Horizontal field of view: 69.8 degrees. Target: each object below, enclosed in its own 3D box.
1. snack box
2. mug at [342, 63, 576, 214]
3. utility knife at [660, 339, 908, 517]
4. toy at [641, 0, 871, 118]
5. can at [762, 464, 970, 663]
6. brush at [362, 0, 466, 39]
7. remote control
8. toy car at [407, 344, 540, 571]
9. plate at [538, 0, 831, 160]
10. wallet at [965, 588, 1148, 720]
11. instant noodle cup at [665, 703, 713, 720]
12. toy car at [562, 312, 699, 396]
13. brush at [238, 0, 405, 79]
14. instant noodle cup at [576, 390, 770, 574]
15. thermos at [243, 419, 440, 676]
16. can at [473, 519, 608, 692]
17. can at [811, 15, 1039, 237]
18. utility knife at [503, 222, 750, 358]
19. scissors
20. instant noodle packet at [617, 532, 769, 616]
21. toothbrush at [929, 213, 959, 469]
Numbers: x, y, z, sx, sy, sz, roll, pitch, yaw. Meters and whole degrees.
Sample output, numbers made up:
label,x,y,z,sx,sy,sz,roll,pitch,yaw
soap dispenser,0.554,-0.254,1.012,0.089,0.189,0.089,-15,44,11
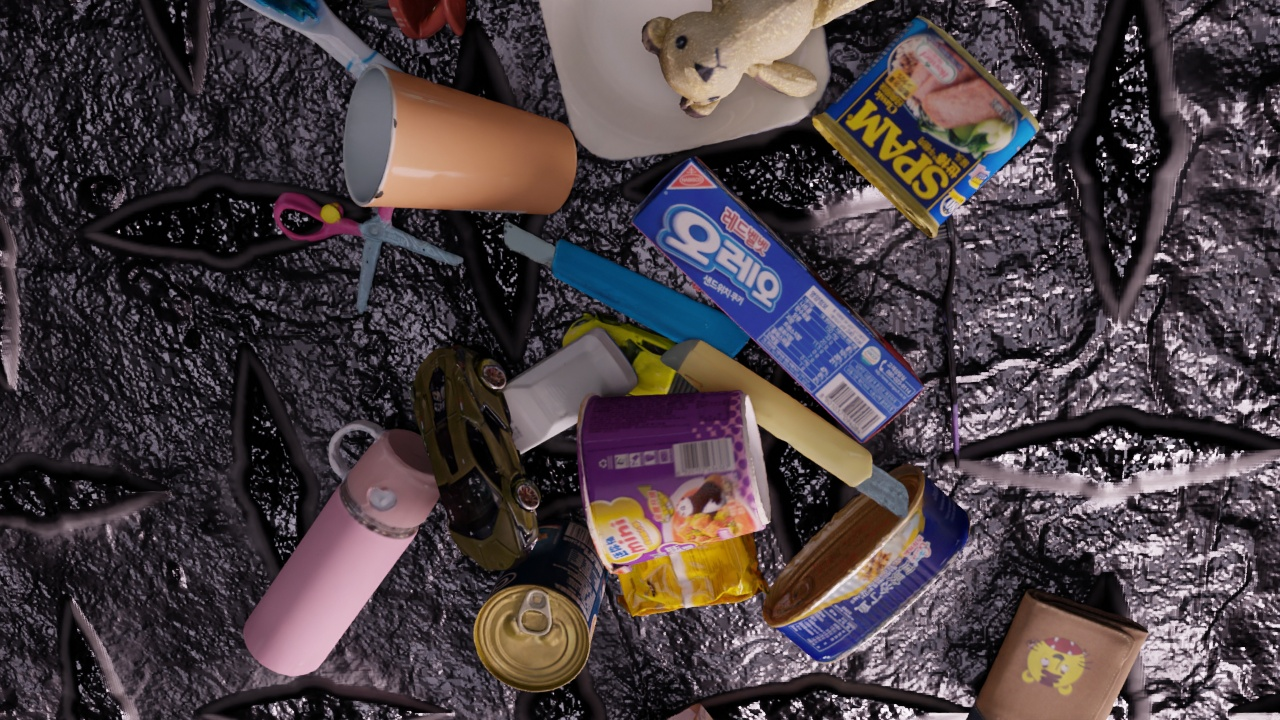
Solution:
label,x,y,z,sx,sy,sz,roll,pitch,yaw
snack box,0.086,-0.041,0.583,0.207,0.058,0.057,43,106,-6
mug,-0.104,-0.122,0.544,0.122,0.078,0.078,3,111,-36
utility knife,0.093,0.040,0.581,0.183,0.019,0.031,35,101,14
toy,0.080,-0.193,0.502,0.157,0.066,0.105,-26,118,20
can,0.150,0.138,0.617,0.049,0.074,0.148,41,104,-9
brush,-0.131,-0.267,0.545,0.069,0.063,0.146,10,108,18
remote control,-0.060,0.024,0.622,0.125,0.024,0.049,-30,99,34
toy car,-0.111,0.064,0.611,0.070,0.042,0.158,-35,67,33
plate,0.024,-0.213,0.555,0.164,0.034,0.164,-10,104,10
wallet,0.293,0.225,0.646,0.090,0.033,0.115,18,103,3
instant noodle cup,0.041,0.335,0.672,0.117,0.116,0.124,-34,87,14
toy car,-0.004,0.004,0.621,0.105,0.032,0.048,20,107,3
brush,-0.202,-0.213,0.563,0.314,0.109,0.060,41,91,3
instant noodle cup,0.024,0.067,0.556,0.099,0.111,0.111,-10,104,10
thermos,-0.220,0.133,0.666,0.087,0.067,0.199,35,108,-3
can,-0.064,0.164,0.632,0.075,0.111,0.075,1,103,5
can,0.167,-0.138,0.542,0.102,0.057,0.083,45,104,4
utility knife,-0.012,-0.047,0.612,0.182,0.018,0.034,27,68,1
scissors,-0.183,-0.095,0.625,0.133,0.017,0.134,20,107,-3
instant noodle packet,0.024,0.110,0.641,0.111,0.044,0.128,-12,101,12
toothbrush,0.200,-0.017,0.599,0.017,0.014,0.189,-4,105,16
